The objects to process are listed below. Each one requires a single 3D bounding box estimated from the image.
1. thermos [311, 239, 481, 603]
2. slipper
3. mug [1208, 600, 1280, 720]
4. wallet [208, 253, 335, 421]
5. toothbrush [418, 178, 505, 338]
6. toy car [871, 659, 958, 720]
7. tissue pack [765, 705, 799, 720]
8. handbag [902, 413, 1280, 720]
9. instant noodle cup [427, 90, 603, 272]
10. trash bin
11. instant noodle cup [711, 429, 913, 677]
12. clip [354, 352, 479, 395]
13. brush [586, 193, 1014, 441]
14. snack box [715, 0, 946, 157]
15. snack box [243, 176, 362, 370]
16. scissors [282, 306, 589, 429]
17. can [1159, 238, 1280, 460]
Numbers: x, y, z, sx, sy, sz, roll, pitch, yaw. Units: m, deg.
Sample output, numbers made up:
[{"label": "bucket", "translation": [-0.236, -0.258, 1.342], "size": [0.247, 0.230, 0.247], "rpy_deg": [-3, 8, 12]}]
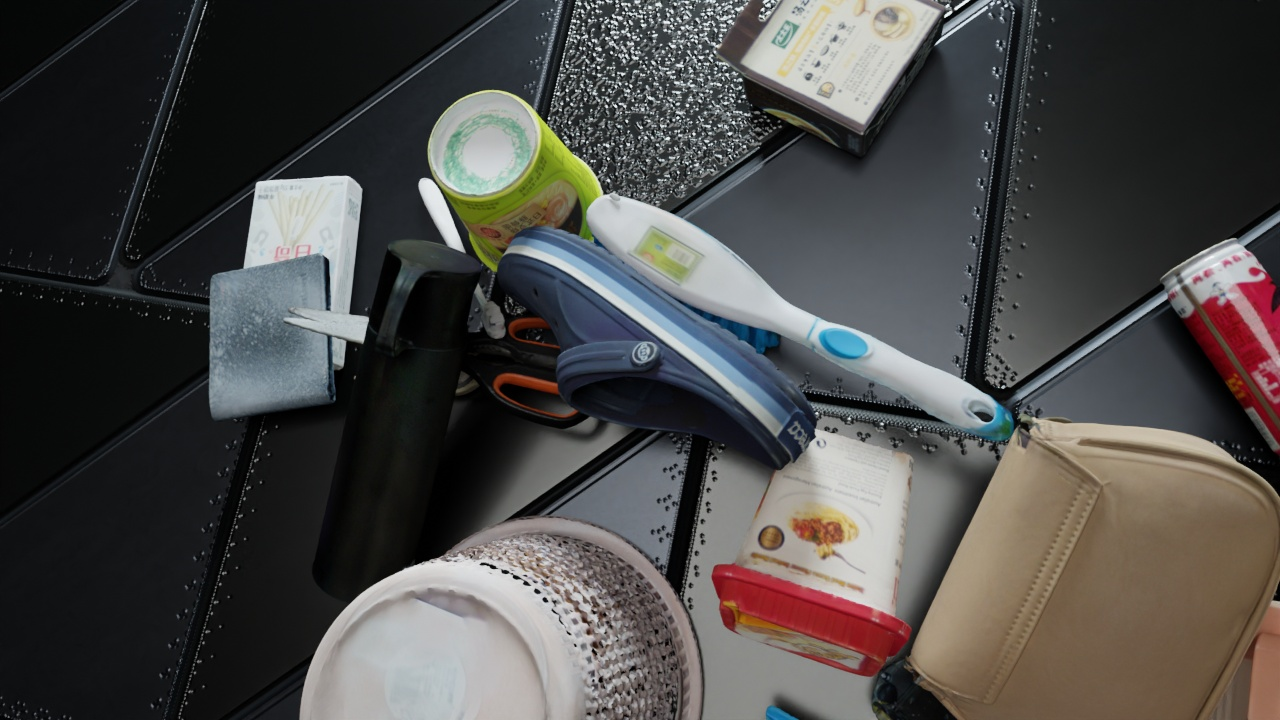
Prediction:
[{"label": "thermos", "translation": [-0.166, 0.046, 0.599], "size": [0.068, 0.089, 0.243], "rpy_deg": [20, 110, 8]}, {"label": "slipper", "translation": [-0.003, 0.003, 0.592], "size": [0.253, 0.105, 0.095], "rpy_deg": [33, 76, 32]}, {"label": "mug", "translation": [0.351, 0.186, 0.499], "size": [0.082, 0.114, 0.105], "rpy_deg": [3, 78, 42]}, {"label": "wallet", "translation": [-0.282, -0.018, 0.703], "size": [0.097, 0.019, 0.120], "rpy_deg": [-9, 76, 8]}, {"label": "toothbrush", "translation": [-0.137, -0.084, 0.694], "size": [0.016, 0.016, 0.180], "rpy_deg": [-13, 52, -24]}, {"label": "toy car", "translation": [0.190, 0.228, 0.563], "size": [0.105, 0.031, 0.049], "rpy_deg": [41, 87, 16]}, {"label": "tissue pack", "translation": [0.098, 0.292, 0.551], "size": [0.090, 0.063, 0.140], "rpy_deg": [18, 81, 15]}, {"label": "handbag", "translation": [0.249, 0.130, 0.512], "size": [0.148, 0.099, 0.205], "rpy_deg": [23, 103, 10]}, {"label": "instant noodle cup", "translation": [-0.094, -0.129, 0.662], "size": [0.112, 0.123, 0.111], "rpy_deg": [-3, 76, 11]}, {"label": "trash bin", "translation": [-0.087, 0.199, 0.547], "size": [0.228, 0.192, 0.227], "rpy_deg": [-3, 76, 11]}, {"label": "instant noodle cup", "translation": [0.114, 0.117, 0.571], "size": [0.117, 0.116, 0.124], "rpy_deg": [15, 68, 15]}, {"label": "clip", "translation": [-0.164, 0.014, 0.690], "size": [0.100, 0.035, 0.074], "rpy_deg": [-25, 74, 7]}, {"label": "brush", "translation": [0.088, -0.025, 0.607], "size": [0.314, 0.109, 0.060], "rpy_deg": [33, 78, 15]}, {"label": "snack box", "translation": [0.139, -0.231, 0.674], "size": [0.126, 0.053, 0.113], "rpy_deg": [32, 85, 18]}, {"label": "snack box", "translation": [-0.275, -0.070, 0.737], "size": [0.085, 0.027, 0.156], "rpy_deg": [-1, 76, 12]}, {"label": "scissors", "translation": [-0.135, -0.019, 0.663], "size": [0.235, 0.022, 0.138], "rpy_deg": [29, 56, 7]}, {"label": "can", "translation": [0.384, -0.008, 0.568], "size": [0.053, 0.053, 0.132], "rpy_deg": [-27, 73, 4]}]
